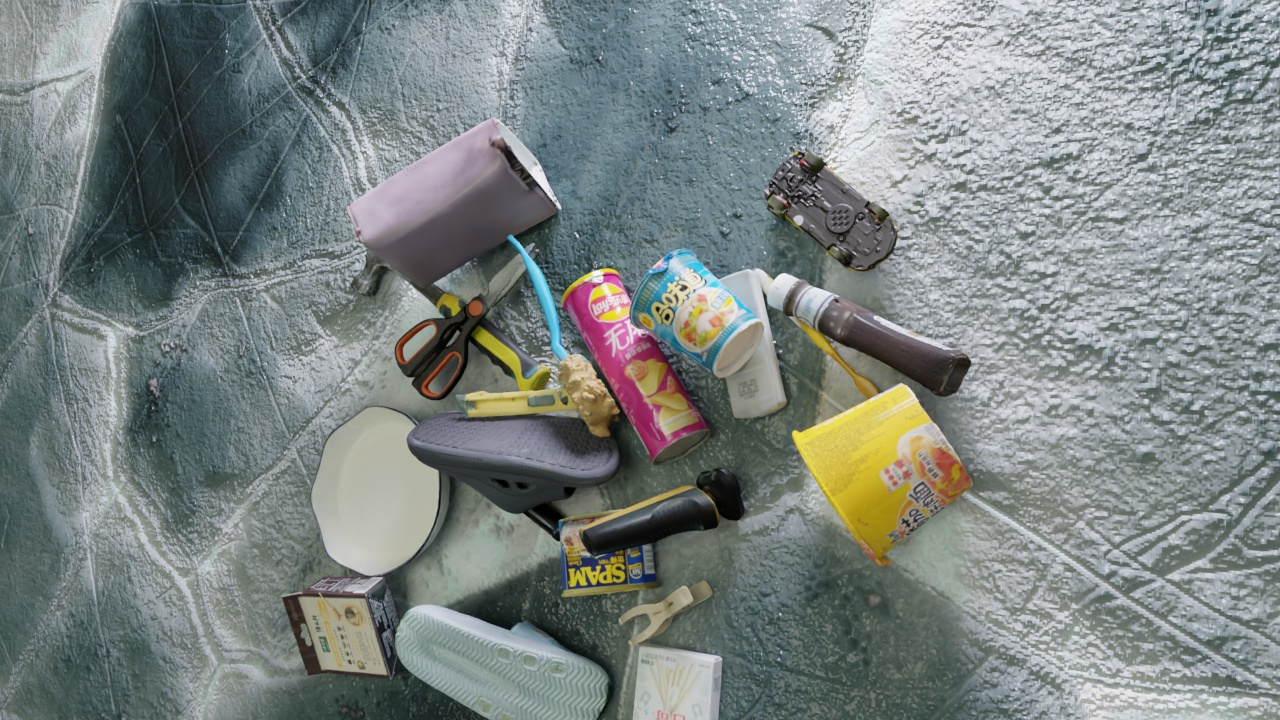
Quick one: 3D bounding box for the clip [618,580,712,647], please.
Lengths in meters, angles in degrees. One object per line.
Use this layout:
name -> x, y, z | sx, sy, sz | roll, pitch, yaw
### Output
clip -> 0.024, 0.257, 0.939 | 0.100, 0.071, 0.034 | -34, 69, 23

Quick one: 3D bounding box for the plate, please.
plate -> -0.316, 0.160, 1.128 | 0.205, 0.045, 0.204 | -4, 82, 26

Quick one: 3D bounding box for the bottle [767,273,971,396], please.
bottle -> 0.208, -0.028, 0.861 | 0.195, 0.079, 0.044 | 31, 103, 29

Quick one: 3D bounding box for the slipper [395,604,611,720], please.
slipper -> -0.149, 0.331, 0.999 | 0.245, 0.074, 0.104 | 18, 100, 11

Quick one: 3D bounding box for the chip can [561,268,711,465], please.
chip can -> -0.006, 0.006, 0.973 | 0.071, 0.071, 0.210 | -37, 69, 18

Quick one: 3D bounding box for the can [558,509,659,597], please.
can -> -0.036, 0.204, 0.970 | 0.102, 0.057, 0.083 | -12, 75, 25

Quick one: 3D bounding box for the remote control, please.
remote control -> 0.109, -0.016, 0.941 | 0.058, 0.021, 0.150 | -20, 75, 37

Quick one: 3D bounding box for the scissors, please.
scissors -> -0.188, -0.040, 1.073 | 0.235, 0.021, 0.142 | -23, 83, 17

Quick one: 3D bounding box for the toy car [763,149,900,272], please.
toy car -> 0.188, -0.146, 0.908 | 0.156, 0.041, 0.071 | 45, 104, 27

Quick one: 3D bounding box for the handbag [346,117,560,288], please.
handbag -> -0.213, -0.182, 1.045 | 0.197, 0.145, 0.098 | -29, 74, 7

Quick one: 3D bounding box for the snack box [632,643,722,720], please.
snack box -> 0.034, 0.373, 0.927 | 0.085, 0.026, 0.156 | 2, 83, 28

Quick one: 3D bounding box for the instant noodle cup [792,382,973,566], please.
instant noodle cup -> 0.218, 0.093, 0.816 | 0.110, 0.138, 0.138 | -34, 69, 10

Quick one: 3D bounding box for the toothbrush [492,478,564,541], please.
toothbrush -> -0.162, 0.139, 1.061 | 0.213, 0.026, 0.027 | 33, 128, 27

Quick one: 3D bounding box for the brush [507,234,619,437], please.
brush -> -0.088, -0.032, 0.997 | 0.046, 0.083, 0.254 | -27, 71, 1

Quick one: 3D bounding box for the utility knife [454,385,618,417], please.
utility knife -> -0.110, 0.044, 1.034 | 0.211, 0.022, 0.031 | -6, 97, 8

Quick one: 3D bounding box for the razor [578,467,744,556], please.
razor -> 0.020, 0.155, 0.920 | 0.167, 0.067, 0.062 | -18, 118, -3

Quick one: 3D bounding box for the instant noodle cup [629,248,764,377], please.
instant noodle cup -> 0.060, -0.041, 0.912 | 0.110, 0.099, 0.099 | 41, 102, 26

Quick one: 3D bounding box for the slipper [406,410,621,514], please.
slipper -> -0.138, 0.115, 1.022 | 0.269, 0.110, 0.083 | 6, 118, 27

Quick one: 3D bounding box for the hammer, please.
hammer -> -0.227, -0.063, 1.119 | 0.323, 0.031, 0.126 | 37, 101, 27

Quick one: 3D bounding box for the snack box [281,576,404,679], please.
snack box -> -0.350, 0.319, 1.097 | 0.126, 0.053, 0.113 | -5, 105, 27

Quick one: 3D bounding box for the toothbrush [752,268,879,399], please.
toothbrush -> 0.174, -0.028, 0.917 | 0.016, 0.018, 0.191 | -48, 63, 16
